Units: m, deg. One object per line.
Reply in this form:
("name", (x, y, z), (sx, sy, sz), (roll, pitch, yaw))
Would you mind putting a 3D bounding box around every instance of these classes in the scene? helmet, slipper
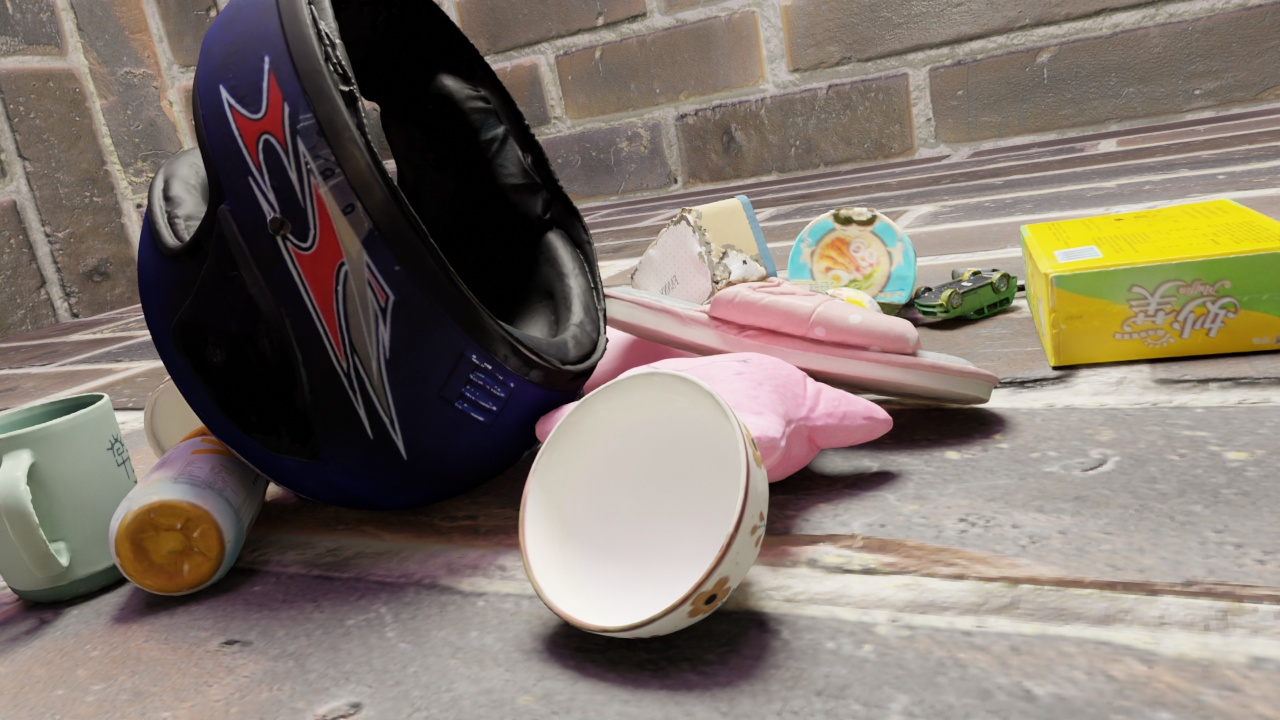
("helmet", (-0.182, -0.058, 0.569), (0.241, 0.315, 0.246), (-26, 8, 22))
("slipper", (0.091, -0.021, 0.598), (0.275, 0.054, 0.114), (13, -4, 26))

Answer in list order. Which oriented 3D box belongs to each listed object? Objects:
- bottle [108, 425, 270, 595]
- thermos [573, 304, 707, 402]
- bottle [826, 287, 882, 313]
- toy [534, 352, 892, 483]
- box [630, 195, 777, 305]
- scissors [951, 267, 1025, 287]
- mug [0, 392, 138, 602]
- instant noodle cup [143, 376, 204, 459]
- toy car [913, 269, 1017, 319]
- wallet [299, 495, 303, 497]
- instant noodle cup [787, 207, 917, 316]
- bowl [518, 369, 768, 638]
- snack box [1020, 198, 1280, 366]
("bottle", (-0.273, 0.082, 0.579), (0.068, 0.068, 0.189), (-13, 14, -11))
("thermos", (-0.004, 0.004, 0.714), (0.198, 0.067, 0.087), (-13, -11, -6))
("bottle", (0.156, -0.026, 0.702), (0.063, 0.063, 0.108), (-5, 15, 23))
("toy", (0.041, 0.032, 0.532), (0.195, 0.074, 0.178), (-1, 4, 41))
("box", (0.048, -0.069, 0.807), (0.063, 0.089, 0.185), (-15, -8, -19))
("scissors", (0.350, -0.071, 0.844), (0.159, 0.014, 0.181), (-15, 16, -20))
("mug", (-0.342, 0.085, 0.537), (0.082, 0.106, 0.112), (-14, 14, -16))
("instant noodle cup", (-0.319, 0.033, 0.730), (0.118, 0.118, 0.114), (-9, 22, 7))
("toy car", (0.276, -0.054, 0.779), (0.091, 0.036, 0.043), (-14, 15, -18))
("wallet", (-0.211, 0.069, 0.695), (0.120, 0.019, 0.097), (-20, 15, -30))
("instant noodle cup", (0.206, -0.088, 0.843), (0.111, 0.111, 0.120), (-3, 8, 27))
("bowl", (0.009, 0.067, 0.400), (0.114, 0.113, 0.062), (0, -26, 35))
("snack box", (0.371, -0.062, 0.670), (0.158, 0.070, 0.209), (-6, 14, 20))
